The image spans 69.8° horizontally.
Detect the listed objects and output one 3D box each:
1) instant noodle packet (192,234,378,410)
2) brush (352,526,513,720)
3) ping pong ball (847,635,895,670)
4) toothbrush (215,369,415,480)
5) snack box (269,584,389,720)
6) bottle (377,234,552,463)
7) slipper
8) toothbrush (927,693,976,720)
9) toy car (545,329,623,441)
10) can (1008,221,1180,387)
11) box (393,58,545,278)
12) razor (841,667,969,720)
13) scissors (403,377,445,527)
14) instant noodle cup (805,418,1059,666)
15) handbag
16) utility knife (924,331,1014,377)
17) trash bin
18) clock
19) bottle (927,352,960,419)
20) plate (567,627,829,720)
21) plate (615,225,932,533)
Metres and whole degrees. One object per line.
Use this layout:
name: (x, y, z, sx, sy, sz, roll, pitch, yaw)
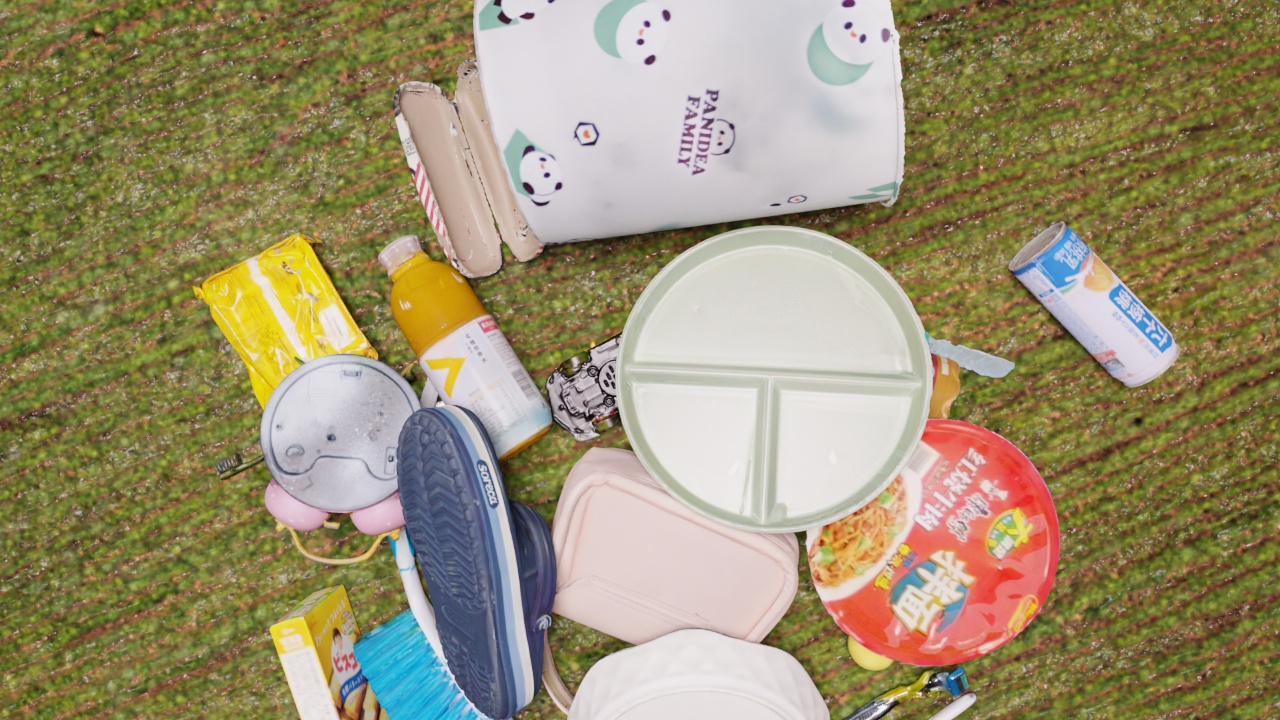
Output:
instant noodle packet: (-0.283, -0.026, 0.744, 0.111, 0.044, 0.128, -27, 94, 1)
brush: (-0.192, 0.206, 0.752, 0.109, 0.060, 0.314, -35, 89, -3)
ping pong ball: (0.189, 0.231, 0.746, 0.040, 0.040, 0.040, 0, 93, 1)
toothbrush: (-0.271, 0.052, 0.763, 0.186, 0.012, 0.017, -27, 81, 3)
snack box: (-0.244, 0.260, 0.735, 0.034, 0.087, 0.140, -20, 92, 3)
bottle: (-0.142, -0.011, 0.720, 0.068, 0.068, 0.189, -33, 86, 3)
slipper: (-0.106, 0.149, 0.678, 0.105, 0.095, 0.253, 12, 117, 43)
toothbrush: (0.202, 0.327, 0.764, 0.180, 0.016, 0.016, -35, 86, 4)
toy car: (-0.004, 0.004, 0.739, 0.156, 0.041, 0.071, -30, 92, 1)
can: (0.357, -0.043, 0.722, 0.053, 0.053, 0.134, -44, 91, 3)
box: (-0.125, -0.152, 0.717, 0.088, 0.076, 0.162, -21, 89, 30)
razor: (0.202, 0.288, 0.760, 0.143, 0.022, 0.043, -29, 136, 6)
scissors: (-0.177, 0.053, 0.743, 0.181, 0.014, 0.159, -16, 86, -9)
instant noodle cup: (0.224, 0.137, 0.729, 0.194, 0.066, 0.194, 0, 94, 1)
handbag: (0.001, 0.201, 0.738, 0.193, 0.093, 0.234, 22, 101, 0)
utility knife: (0.196, -0.024, 0.746, 0.222, 0.013, 0.029, 16, 101, 0)
trash bin: (0.033, -0.197, 0.648, 0.252, 0.229, 0.229, -11, 92, 8)
clock: (-0.223, 0.075, 0.696, 0.117, 0.060, 0.158, 4, 79, -9)
bottle: (0.159, 0.002, 0.727, 0.175, 0.057, 0.057, 17, 93, 1)
plate: (0.044, 0.300, 0.712, 0.205, 0.045, 0.205, 0, 117, 0)
plate: (0.096, 0.012, 0.682, 0.230, 0.027, 0.230, -1, 80, 6)
